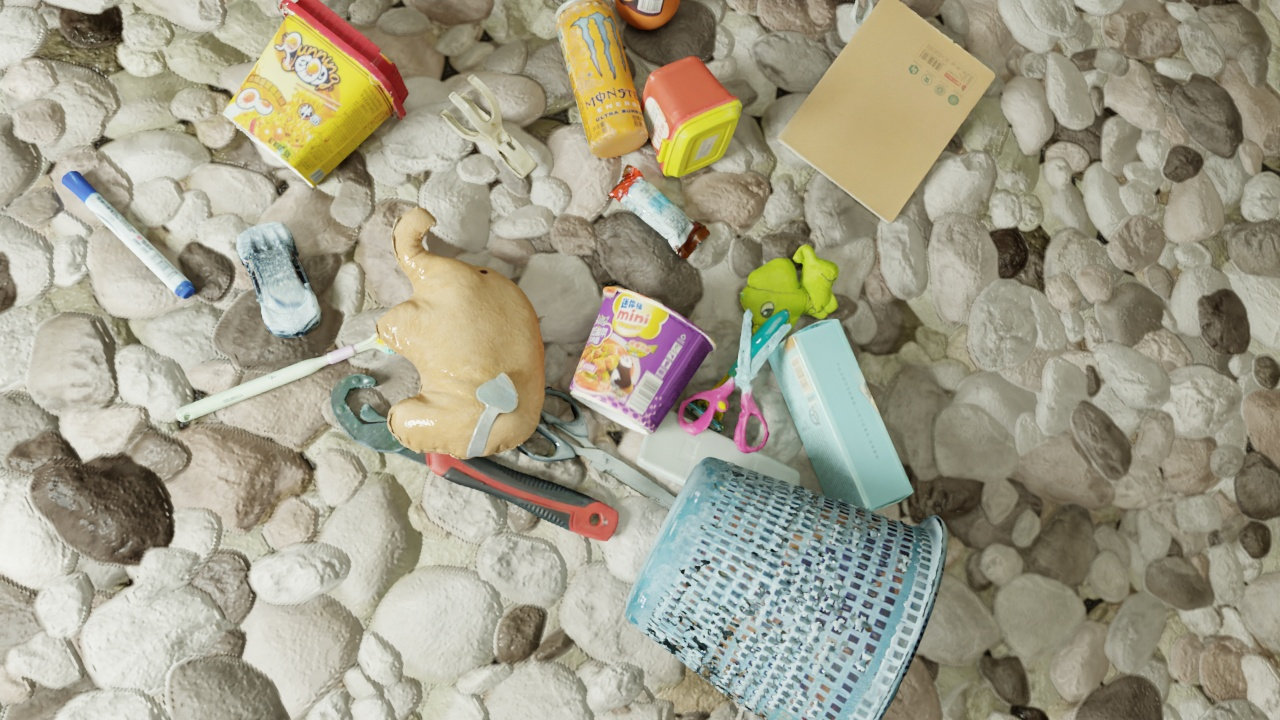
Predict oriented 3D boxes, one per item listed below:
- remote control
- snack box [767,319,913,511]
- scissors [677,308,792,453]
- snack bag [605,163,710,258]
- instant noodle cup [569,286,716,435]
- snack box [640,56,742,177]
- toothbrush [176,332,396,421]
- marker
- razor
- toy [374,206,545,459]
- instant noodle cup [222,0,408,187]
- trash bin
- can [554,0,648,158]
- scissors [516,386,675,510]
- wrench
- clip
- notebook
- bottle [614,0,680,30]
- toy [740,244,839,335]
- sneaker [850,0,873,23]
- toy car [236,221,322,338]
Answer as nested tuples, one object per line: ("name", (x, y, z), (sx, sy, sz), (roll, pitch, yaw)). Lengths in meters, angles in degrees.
("remote control", (0.072, 0.098, 0.833), (0.150, 0.021, 0.058), (26, 66, -5))
("snack box", (0.179, 0.054, 0.838), (0.051, 0.074, 0.174), (-19, 81, -14))
("scissors", (0.097, 0.024, 0.817), (0.108, 0.017, 0.135), (40, 97, -6))
("snack bag", (0.017, -0.143, 0.878), (0.105, 0.026, 0.045), (40, 64, -1))
("instant noodle cup", (-0.005, 0.005, 0.803), (0.111, 0.111, 0.099), (29, 83, -3))
("snack box", (0.042, -0.232, 0.873), (0.082, 0.091, 0.080), (-27, 77, -17))
("toothbrush", (-0.299, 0.013, 0.783), (0.189, 0.029, 0.020), (-21, 40, -14))
("marker", (-0.437, -0.107, 0.785), (0.146, 0.017, 0.016), (44, 73, 1))
("razor", (0.095, 0.004, 0.851), (0.043, 0.028, 0.132), (39, 84, -4))
("toy", (-0.153, -0.025, 0.789), (0.143, 0.083, 0.225), (-3, 68, -26))
("instant noodle cup", (-0.284, -0.229, 0.801), (0.116, 0.116, 0.123), (38, 85, -1))
("trash bin", (0.104, 0.183, 0.736), (0.195, 0.227, 0.226), (27, 73, 9))
("can", (-0.038, -0.271, 0.880), (0.058, 0.058, 0.146), (-13, 80, -14))
("scissors", (-0.039, 0.097, 0.820), (0.132, 0.014, 0.175), (-24, 85, -17))
("wrench", (-0.145, 0.090, 0.797), (0.273, 0.016, 0.056), (27, 74, -3))
("clip", (-0.147, -0.218, 0.865), (0.035, 0.095, 0.102), (-51, 130, -18))
("notebook", (0.257, -0.263, 0.950), (0.148, 0.008, 0.207), (37, 80, -1))
("bottle", (0.016, -0.377, 0.868), (0.066, 0.150, 0.066), (2, 76, -10))
("toy", (0.142, -0.066, 0.881), (0.100, 0.031, 0.096), (6, 84, -12))
("sneaker", (0.199, -0.414, 0.941), (0.240, 0.118, 0.087), (-15, 60, -19))
("toy car", (-0.313, -0.070, 0.794), (0.049, 0.031, 0.105), (-22, 83, -15))
